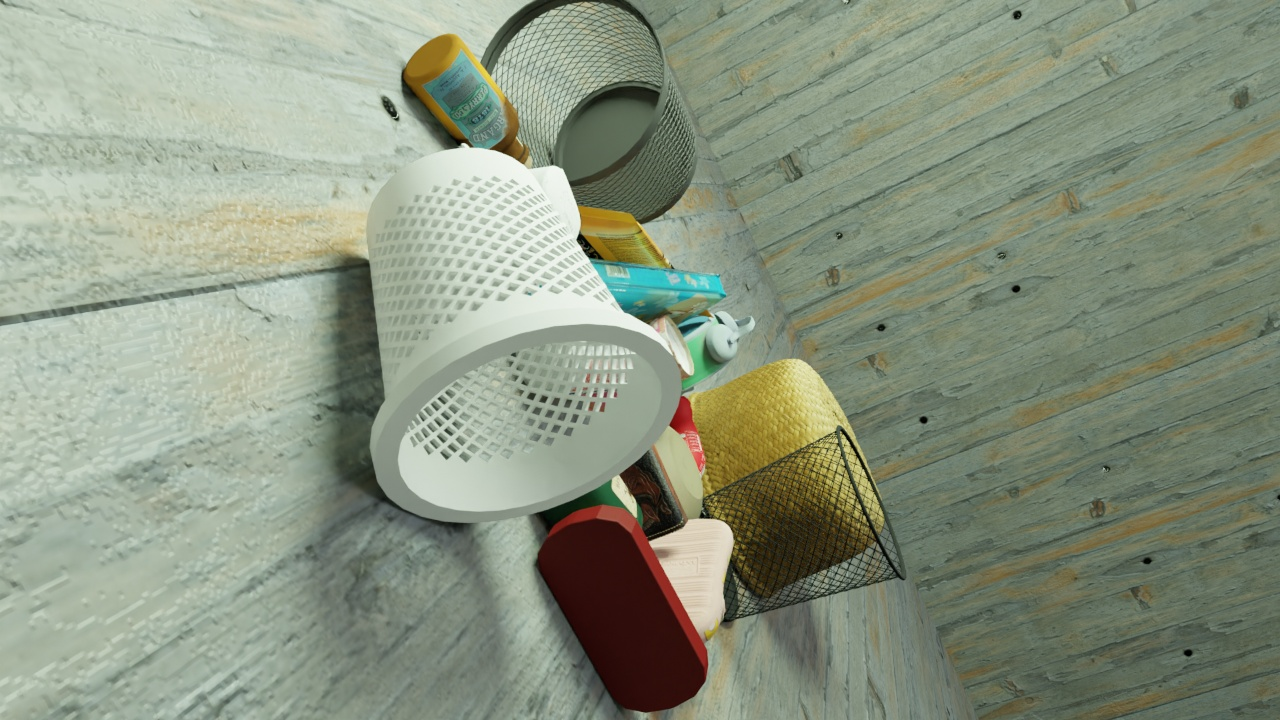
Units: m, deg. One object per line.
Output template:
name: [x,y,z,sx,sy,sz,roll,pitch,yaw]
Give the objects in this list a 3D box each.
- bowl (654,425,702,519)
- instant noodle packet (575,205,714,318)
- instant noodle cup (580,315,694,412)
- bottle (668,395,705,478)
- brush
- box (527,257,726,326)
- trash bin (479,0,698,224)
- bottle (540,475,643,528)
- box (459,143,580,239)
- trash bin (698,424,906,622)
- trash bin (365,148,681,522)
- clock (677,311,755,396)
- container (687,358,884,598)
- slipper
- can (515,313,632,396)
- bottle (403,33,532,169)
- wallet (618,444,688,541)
bowl: [0.028,0.124,1.015,0.152,0.050,0.152,56,18,-30]
instant noodle packet: [-0.023,-0.118,1.072,0.221,0.160,0.032,45,66,-50]
instant noodle cup: [-0.006,0.006,0.975,0.098,0.109,0.097,56,19,-31]
bottle: [0.055,0.106,1.144,0.042,0.042,0.141,44,26,-52]
brush: [-0.011,0.194,0.728,0.173,0.082,0.041,62,16,-10]
box: [-0.014,-0.068,0.952,0.226,0.094,0.041,0,68,-48]
trash bin: [-0.048,-0.280,1.087,0.217,0.218,0.227,69,12,14]
bottle: [-0.036,0.134,0.775,0.131,0.061,0.061,59,20,-22]
box: [-0.121,-0.154,0.856,0.083,0.140,0.141,69,24,-46]
trash bin: [0.171,0.201,1.066,0.184,0.210,0.183,56,19,-30]
trash bin: [-0.100,-0.029,0.622,0.195,0.196,0.199,43,18,-53]
clock: [0.070,-0.011,1.143,0.075,0.162,0.121,61,17,-11]
container: [0.208,0.155,1.291,0.307,0.197,0.306,54,20,-30]
slipper: [0.041,0.224,0.874,0.196,0.093,0.081,-65,148,-67]
can: [-0.048,-0.008,0.864,0.136,0.078,0.078,-3,68,-57]
bottle: [-0.162,-0.244,0.917,0.157,0.068,0.067,49,23,-45]
wallet: [-0.010,0.112,0.872,0.123,0.072,0.019,64,16,-6]
